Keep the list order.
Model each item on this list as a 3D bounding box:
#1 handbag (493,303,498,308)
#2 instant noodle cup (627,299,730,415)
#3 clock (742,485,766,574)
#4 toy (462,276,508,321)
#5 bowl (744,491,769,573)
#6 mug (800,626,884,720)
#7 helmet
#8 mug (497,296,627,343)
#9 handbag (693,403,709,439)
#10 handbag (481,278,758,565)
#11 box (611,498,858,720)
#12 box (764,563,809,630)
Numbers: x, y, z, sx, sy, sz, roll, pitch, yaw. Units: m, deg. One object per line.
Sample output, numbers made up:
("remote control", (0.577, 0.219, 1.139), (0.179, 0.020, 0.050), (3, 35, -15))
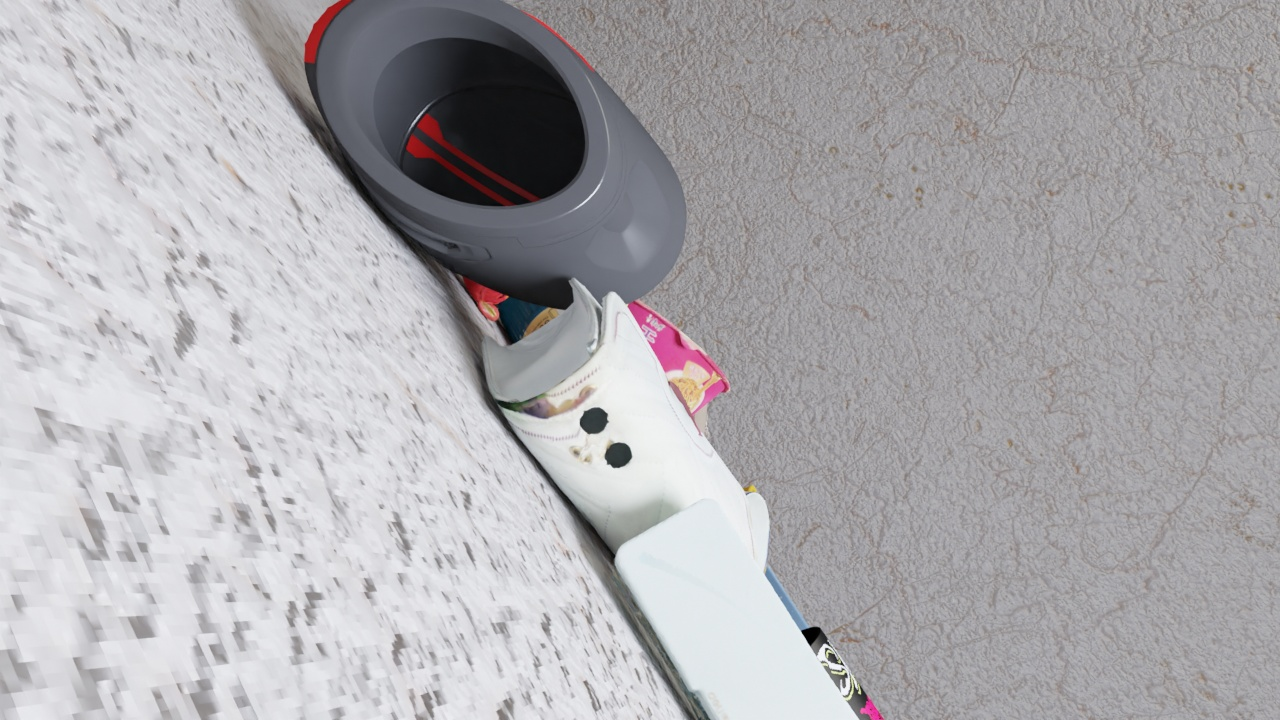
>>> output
("handbag", (-0.110, -0.111, 0.890), (0.067, 0.122, 0.106), (53, 3, -6))
("instant noodle cup", (-0.005, 0.005, 0.904), (0.178, 0.077, 0.179), (36, -9, 6))
("clock", (0.101, 0.201, 0.963), (0.113, 0.052, 0.152), (-60, 146, -65))
("toy", (-0.147, -0.099, 0.765), (0.133, 0.087, 0.094), (36, -38, 15))
("bowl", (0.066, 0.172, 0.826), (0.062, 0.117, 0.118), (7, -28, 29))
("mug", (0.107, 0.224, 0.543), (0.098, 0.081, 0.118), (55, -11, 9))
("helmet", (-0.091, -0.133, 0.633), (0.264, 0.164, 0.170), (29, -6, -5))
("mug", (-0.062, -0.037, 0.812), (0.083, 0.113, 0.107), (43, 6, -41))
("handbag", (0.054, 0.161, 0.973), (0.175, 0.062, 0.198), (-79, 157, -56))
("handbag", (-0.007, 0.056, 0.581), (0.198, 0.096, 0.142), (57, 0, -28))
("box", (0.063, 0.169, 0.475), (0.199, 0.083, 0.066), (55, 9, 19))
("box", (0.141, 0.297, 1.007), (0.074, 0.078, 0.209), (61, -2, -29))
